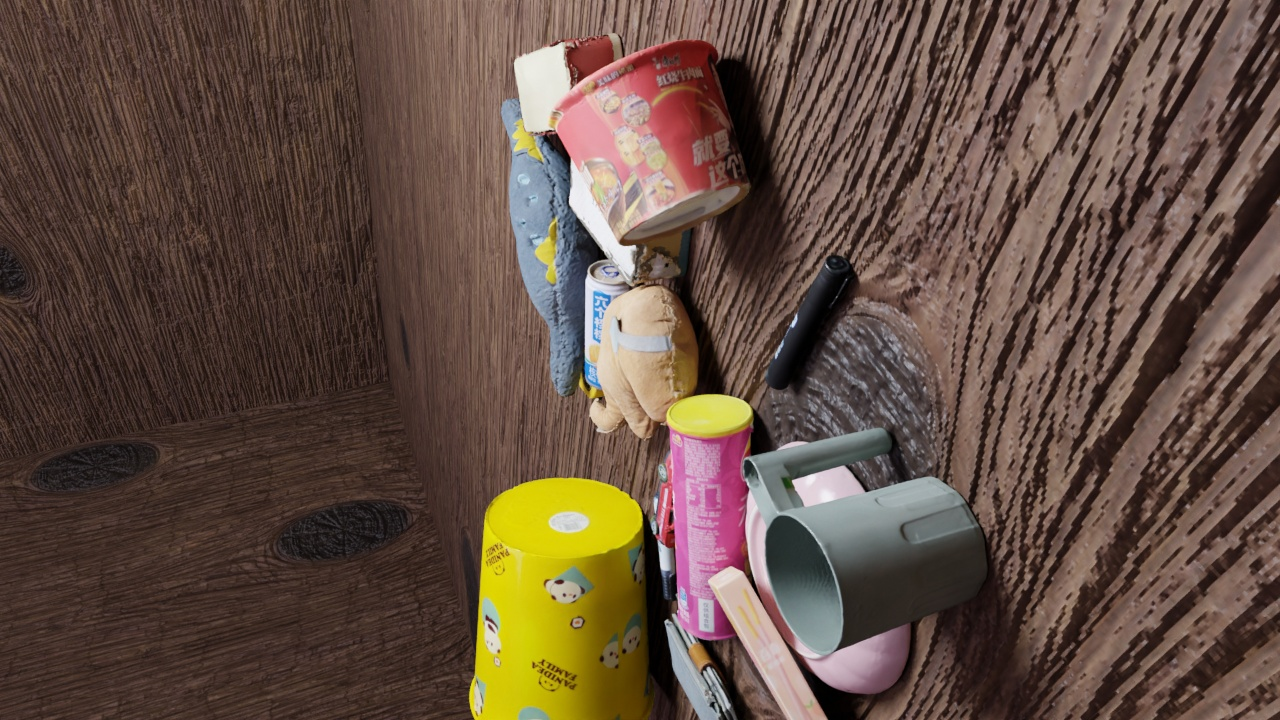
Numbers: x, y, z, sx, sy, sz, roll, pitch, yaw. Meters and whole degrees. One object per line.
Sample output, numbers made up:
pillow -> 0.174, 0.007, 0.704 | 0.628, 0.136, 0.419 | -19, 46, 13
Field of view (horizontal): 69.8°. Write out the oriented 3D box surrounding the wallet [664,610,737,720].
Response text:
wallet -> 0.068, 0.333, 0.945 | 0.129, 0.037, 0.107 | -128, 22, -51

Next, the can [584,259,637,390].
can -> -0.032, -0.036, 0.968 | 0.053, 0.053, 0.135 | -127, 31, -48

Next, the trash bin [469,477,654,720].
trash bin -> -0.092, 0.295, 1.099 | 0.229, 0.229, 0.255 | -140, 48, -59

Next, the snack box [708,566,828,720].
snack box -> 0.106, 0.239, 0.723 | 0.157, 0.026, 0.084 | 59, 175, 9

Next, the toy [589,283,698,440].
toy -> -0.005, 0.005, 0.887 | 0.226, 0.082, 0.143 | 137, 134, -70

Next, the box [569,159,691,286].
box -> -0.016, -0.150, 0.860 | 0.184, 0.059, 0.090 | -121, 28, -44

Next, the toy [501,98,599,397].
toy -> -0.101, -0.135, 1.037 | 0.138, 0.091, 0.356 | 174, 86, -69

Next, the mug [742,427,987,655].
mug -> 0.131, 0.102, 0.553 | 0.084, 0.103, 0.123 | 111, 142, -56

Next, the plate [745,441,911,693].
plate -> 0.126, 0.158, 0.688 | 0.193, 0.039, 0.192 | 167, 90, -70

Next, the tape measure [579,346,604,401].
tape measure -> -0.052, 0.016, 1.085 | 0.057, 0.028, 0.060 | -132, 36, -55

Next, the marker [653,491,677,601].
marker -> 0.029, 0.203, 0.998 | 0.023, 0.018, 0.131 | 25, 125, 55

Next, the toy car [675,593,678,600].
toy car -> 0.062, 0.244, 0.911 | 0.091, 0.034, 0.043 | 122, 129, -65

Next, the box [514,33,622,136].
box -> -0.081, -0.276, 0.927 | 0.168, 0.076, 0.091 | -155, 54, -64

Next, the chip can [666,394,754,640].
chip can -> 0.063, 0.138, 0.798 | 0.071, 0.071, 0.211 | -139, 41, -58

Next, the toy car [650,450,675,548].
toy car -> 0.043, 0.133, 0.871 | 0.045, 0.052, 0.121 | 54, 148, 43

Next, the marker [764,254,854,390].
marker -> 0.116, -0.023, 0.643 | 0.022, 0.020, 0.132 | 38, 144, 15

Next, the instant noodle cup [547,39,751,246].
instant noodle cup -> 0.015, -0.156, 0.686 | 0.108, 0.137, 0.138 | 67, 159, 3
